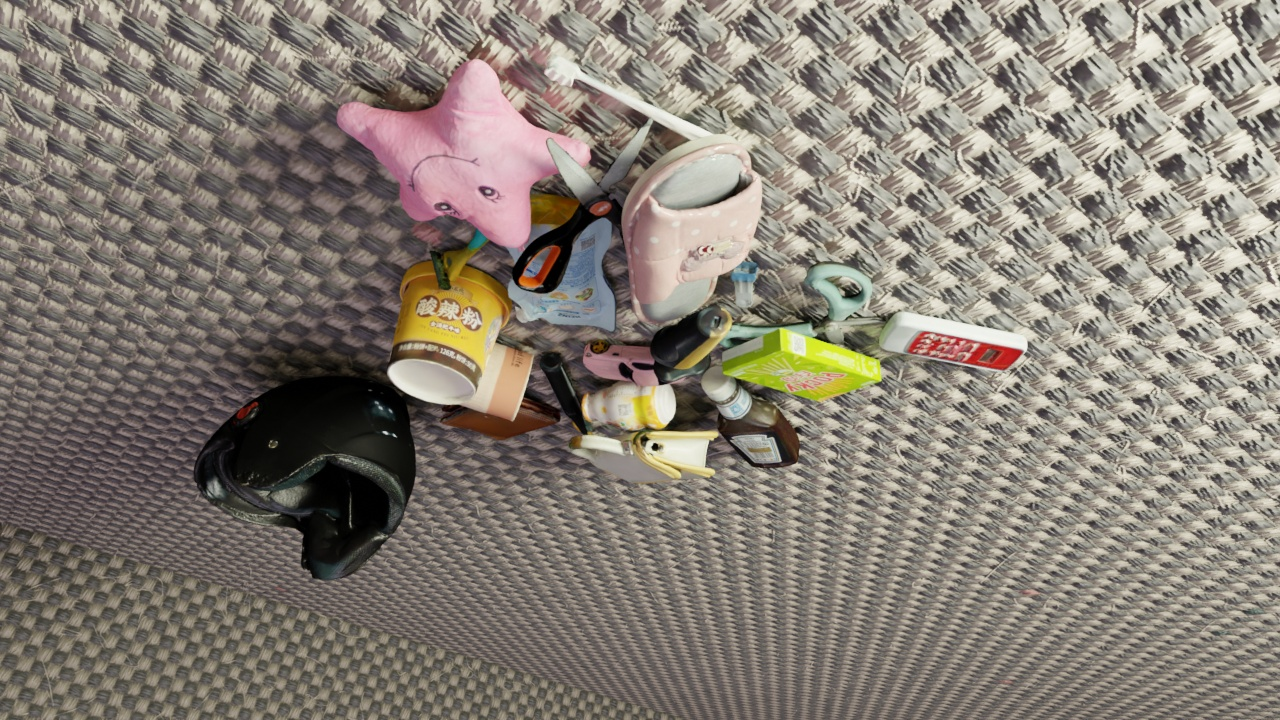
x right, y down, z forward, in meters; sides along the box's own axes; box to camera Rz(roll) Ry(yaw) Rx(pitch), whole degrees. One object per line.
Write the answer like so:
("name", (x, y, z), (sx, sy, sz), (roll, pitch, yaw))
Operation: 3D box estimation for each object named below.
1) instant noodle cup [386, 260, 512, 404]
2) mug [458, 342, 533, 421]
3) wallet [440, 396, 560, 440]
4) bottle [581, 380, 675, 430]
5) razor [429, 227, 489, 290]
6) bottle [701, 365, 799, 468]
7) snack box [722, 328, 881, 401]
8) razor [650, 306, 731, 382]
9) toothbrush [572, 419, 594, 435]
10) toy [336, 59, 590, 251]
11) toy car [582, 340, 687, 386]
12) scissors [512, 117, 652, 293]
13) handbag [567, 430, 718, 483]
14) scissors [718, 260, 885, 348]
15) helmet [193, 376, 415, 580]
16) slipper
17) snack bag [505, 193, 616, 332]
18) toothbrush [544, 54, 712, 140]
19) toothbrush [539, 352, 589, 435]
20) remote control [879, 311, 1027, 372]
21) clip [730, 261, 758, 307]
("instant noodle cup", (-0.205, -0.025, 0.959), (0.118, 0.114, 0.119), (8, 150, 4))
("mug", (-0.188, 0.016, 1.074), (0.106, 0.081, 0.114), (18, 180, -10))
("wallet", (-0.181, 0.070, 1.191), (0.101, 0.032, 0.124), (-23, 149, 38))
("bottle", (-0.015, 0.052, 1.089), (0.109, 0.063, 0.063), (-5, 148, 25))
("razor", (-0.162, -0.115, 0.875), (0.028, 0.043, 0.133), (-1, 156, -37))
("bottle", (0.127, 0.070, 1.096), (0.080, 0.044, 0.195), (-8, 145, 28))
("snack box", (0.169, 0.007, 0.956), (0.156, 0.026, 0.086), (15, 154, -37))
("razor", (0.054, -0.018, 0.906), (0.067, 0.062, 0.168), (22, 164, -8))
("toothbrush", (-0.031, 0.125, 1.273), (0.018, 0.016, 0.191), (-21, 139, 29))
("toy", (-0.130, -0.156, 0.742), (0.195, 0.074, 0.178), (-7, 139, 27))
("toy car", (-0.006, 0.006, 1.033), (0.122, 0.037, 0.056), (4, 149, 13))
("scissors", (-0.038, -0.115, 0.767), (0.228, 0.021, 0.220), (-31, 154, 28))
("handbag", (-0.011, 0.117, 1.130), (0.178, 0.063, 0.164), (6, 169, -23))
("scissors", (0.149, -0.044, 0.891), (0.170, 0.019, 0.171), (-10, 156, 15))
("helmet", (-0.424, 0.134, 1.192), (0.275, 0.229, 0.234), (1, 135, 14))
("slipper", (0.041, -0.091, 0.782), (0.114, 0.054, 0.275), (-19, 159, -12))
("snack bag", (-0.079, -0.086, 0.889), (0.110, 0.038, 0.191), (-1, 151, -1))
("toothbrush", (0.009, -0.188, 0.704), (0.180, 0.016, 0.016), (21, 152, -21))
("toothbrush", (-0.086, 0.059, 1.148), (0.026, 0.027, 0.213), (-12, 145, 4))
("remote control", (0.308, -0.017, 0.909), (0.136, 0.020, 0.056), (11, 152, -2))
("clip", (0.100, -0.073, 0.880), (0.026, 0.036, 0.058), (3, 147, 8))
